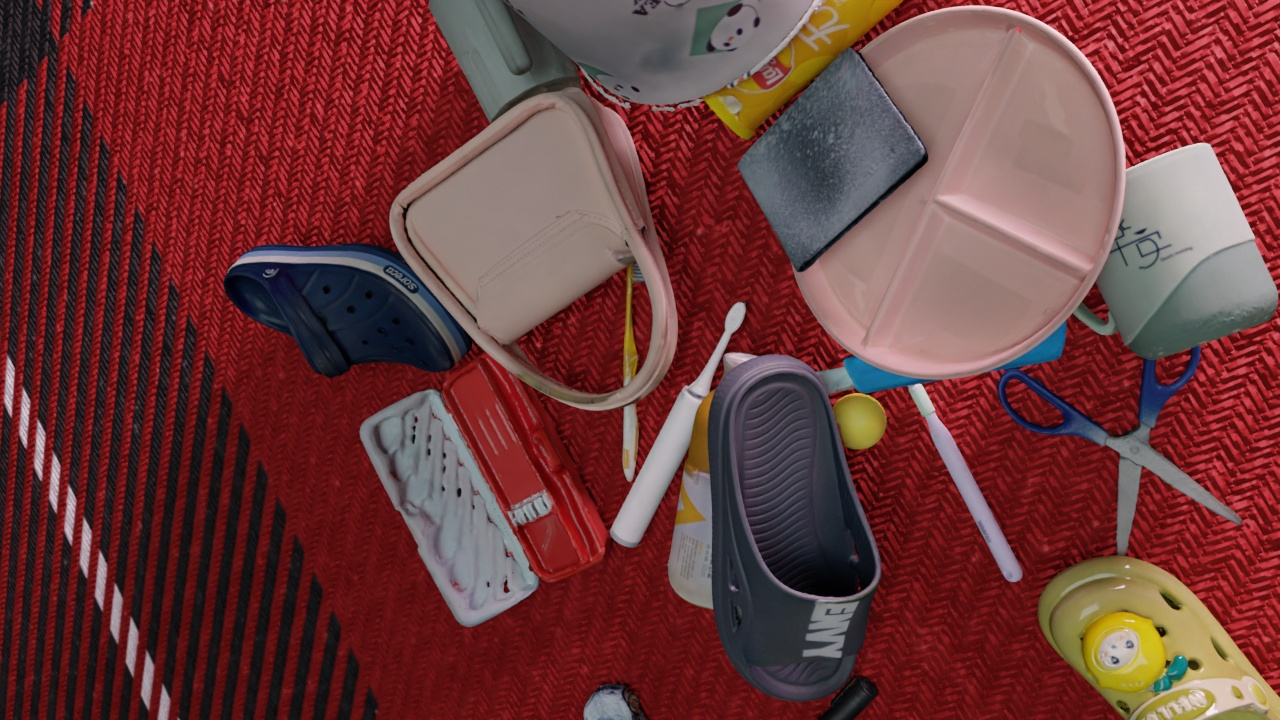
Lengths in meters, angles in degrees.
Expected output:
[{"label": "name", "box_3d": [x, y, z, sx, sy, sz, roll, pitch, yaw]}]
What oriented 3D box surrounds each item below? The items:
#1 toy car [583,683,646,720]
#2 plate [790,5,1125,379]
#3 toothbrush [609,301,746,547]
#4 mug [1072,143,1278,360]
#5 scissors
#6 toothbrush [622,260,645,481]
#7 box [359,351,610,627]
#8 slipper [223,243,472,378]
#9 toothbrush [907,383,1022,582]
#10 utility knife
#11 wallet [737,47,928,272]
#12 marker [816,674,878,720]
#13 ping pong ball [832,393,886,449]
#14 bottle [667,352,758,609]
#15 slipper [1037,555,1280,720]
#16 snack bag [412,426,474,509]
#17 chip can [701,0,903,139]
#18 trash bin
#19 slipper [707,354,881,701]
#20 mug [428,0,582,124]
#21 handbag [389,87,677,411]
[{"label": "toy car", "box_3d": [-0.011, 0.326, 0.777, 0.049, 0.031, 0.105, -32, 84, 23]}, {"label": "plate", "box_3d": [0.190, -0.103, 0.583, 0.230, 0.028, 0.229, 5, 97, 47]}, {"label": "toothbrush", "box_3d": [0.031, 0.051, 0.718, 0.027, 0.026, 0.221, 27, 108, 6]}, {"label": "mug", "box_3d": [0.305, -0.056, 0.552, 0.112, 0.082, 0.106, -30, 77, 50]}, {"label": "scissors", "box_3d": [0.316, 0.046, 0.602, 0.162, 0.012, 0.176, 16, 104, 20]}, {"label": "toothbrush", "box_3d": [-0.004, 0.004, 0.733, 0.018, 0.016, 0.191, 3, 99, 14]}, {"label": "box", "box_3d": [-0.131, 0.107, 0.781, 0.161, 0.060, 0.201, -29, 86, 8]}, {"label": "slipper", "box_3d": [-0.266, -0.039, 0.782, 0.253, 0.095, 0.105, 13, 146, 25]}, {"label": "toothbrush", "box_3d": [0.218, 0.070, 0.643, 0.029, 0.021, 0.189, -34, 83, 52]}, {"label": "utility knife", "box_3d": [0.190, 0.001, 0.626, 0.192, 0.018, 0.034, -13, 90, 18]}, {"label": "wallet", "box_3d": [0.126, -0.133, 0.619, 0.121, 0.019, 0.097, -44, 63, 38]}, {"label": "marker", "box_3d": [0.135, 0.294, 0.714, 0.022, 0.020, 0.132, 37, 111, 3]}, {"label": "ping pong ball", "box_3d": [0.155, 0.044, 0.656, 0.040, 0.040, 0.040, 4, 99, 23]}, {"label": "bottle", "box_3d": [0.065, 0.089, 0.687, 0.068, 0.067, 0.190, 13, 103, 21]}, {"label": "slipper", "box_3d": [0.343, 0.209, 0.580, 0.190, 0.081, 0.092, 46, 110, 8]}, {"label": "snack bag", "box_3d": [-0.174, 0.102, 0.816, 0.045, 0.026, 0.105, -27, 85, 28]}, {"label": "chip can", "box_3d": [0.129, -0.244, 0.607, 0.214, 0.072, 0.072, -39, 82, 23]}, {"label": "trash bin", "box_3d": [-0.032, -0.304, 0.533, 0.230, 0.251, 0.229, -9, 74, 34]}, {"label": "slipper", "box_3d": [0.106, 0.131, 0.629, 0.110, 0.083, 0.268, -13, 107, -12]}, {"label": "mug", "box_3d": [-0.102, -0.241, 0.681, 0.083, 0.124, 0.103, -26, 89, 1]}, {"label": "handbag", "box_3d": [-0.063, -0.068, 0.707, 0.194, 0.093, 0.234, -31, 87, 25]}]
